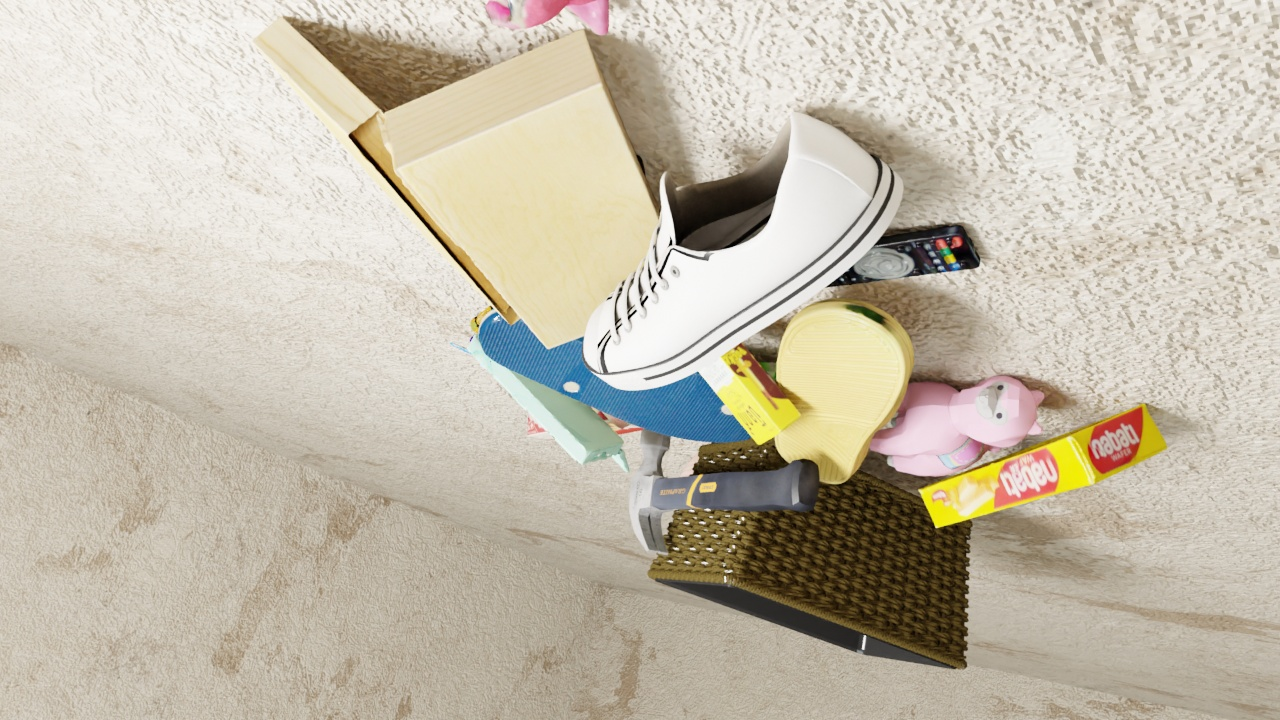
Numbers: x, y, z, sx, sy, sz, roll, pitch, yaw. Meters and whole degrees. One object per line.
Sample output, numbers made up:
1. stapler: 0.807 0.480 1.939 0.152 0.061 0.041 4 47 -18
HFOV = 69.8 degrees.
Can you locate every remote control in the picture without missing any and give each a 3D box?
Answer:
1. remote control: 0.154 -0.070 0.623 0.141 0.021 0.045 -4 154 35

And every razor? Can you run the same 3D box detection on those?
1. razor: -0.155 -0.047 0.938 0.021 0.044 0.144 -21 180 -23

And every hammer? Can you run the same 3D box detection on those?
1. hammer: 0.073 0.124 0.916 0.035 0.139 0.313 15 164 -25

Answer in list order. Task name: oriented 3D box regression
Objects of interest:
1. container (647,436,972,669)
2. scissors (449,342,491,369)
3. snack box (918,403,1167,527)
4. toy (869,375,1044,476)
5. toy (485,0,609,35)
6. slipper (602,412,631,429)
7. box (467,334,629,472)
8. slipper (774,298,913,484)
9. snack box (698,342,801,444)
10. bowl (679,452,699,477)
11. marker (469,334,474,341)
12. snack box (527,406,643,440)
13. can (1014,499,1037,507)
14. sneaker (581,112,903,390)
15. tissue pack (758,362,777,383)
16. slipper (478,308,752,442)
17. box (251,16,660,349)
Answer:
1. container: 0.206 0.195 1.034 0.320 0.204 0.177 24 160 -21
2. scissors: -0.167 0.009 1.072 0.125 0.013 0.127 28 176 -22
3. snack box: 0.340 0.097 0.796 0.092 0.042 0.201 -16 166 -24
4. toy: 0.277 0.057 0.806 0.158 0.067 0.123 -8 152 41
5. toy: -0.032 -0.188 0.420 0.065 0.050 0.102 -13 180 -22
6. slipper: -0.022 0.027 0.956 0.198 0.081 0.093 7 158 33
7. box: -0.088 0.043 0.974 0.187 0.055 0.138 43 -170 21
8. slipper: 0.166 0.017 0.756 0.099 0.078 0.264 26 153 17
9. snack box: 0.069 0.001 0.767 0.149 0.025 0.061 51 162 5
10. bowl: 0.126 0.151 1.182 0.153 0.076 0.153 14 160 5
11. marker: -0.138 0.000 1.076 0.134 0.015 0.018 23 173 -18
12. snack box: -0.056 0.072 1.143 0.076 0.044 0.274 9 167 -29
13. can: 0.387 0.116 0.908 0.044 0.044 0.107 15 161 4
14. sneaker: 0.032 -0.066 0.568 0.097 0.091 0.246 33 138 -27
15. tissue pack: 0.163 0.031 0.882 0.100 0.034 0.114 -1 156 39
16. slipper: -0.005 0.005 0.853 0.294 0.060 0.118 19 137 -13
17. box: -0.105 -0.108 0.627 0.253 0.118 0.248 16 161 22
